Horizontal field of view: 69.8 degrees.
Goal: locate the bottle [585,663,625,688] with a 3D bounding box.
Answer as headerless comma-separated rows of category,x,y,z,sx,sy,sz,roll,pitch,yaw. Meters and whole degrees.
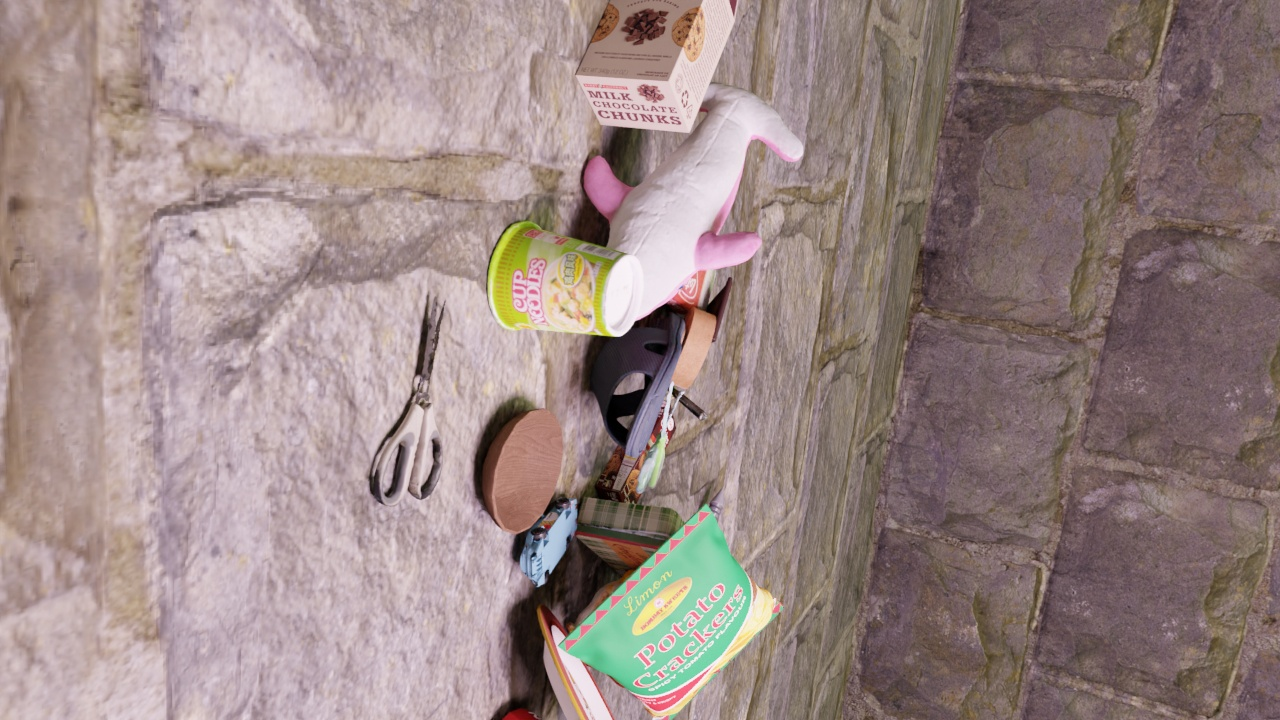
bottle,-0.004,0.338,1.091,0.098,0.111,0.099,-39,135,-53

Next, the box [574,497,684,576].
box,0.008,0.218,1.059,0.205,0.118,0.050,61,37,-57

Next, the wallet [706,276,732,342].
wallet,0.083,-0.039,1.140,0.116,0.018,0.091,124,-13,-61

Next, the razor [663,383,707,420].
razor,0.051,0.047,1.103,0.026,0.106,0.042,-6,113,-24

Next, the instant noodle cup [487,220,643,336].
instant noodle cup,-0.060,-0.065,0.790,0.098,0.108,0.099,-38,135,-53

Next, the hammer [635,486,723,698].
hammer,0.065,0.317,1.295,0.156,0.043,0.321,82,28,-56

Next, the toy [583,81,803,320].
toy,0.038,-0.144,0.897,0.265,0.187,0.128,-58,167,-8

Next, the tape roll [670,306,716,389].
tape roll,0.057,-0.015,1.077,0.094,0.027,0.094,-160,-88,-83

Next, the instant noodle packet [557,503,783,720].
instant noodle packet,0.045,0.280,0.971,0.195,0.090,0.253,-43,135,-8

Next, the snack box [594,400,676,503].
snack box,-0.003,0.113,1.085,0.140,0.032,0.051,-59,149,-36

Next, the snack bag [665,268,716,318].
snack bag,0.034,-0.112,1.056,0.225,0.041,0.077,36,67,-62

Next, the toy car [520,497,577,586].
toy car,-0.095,0.179,0.925,0.107,0.027,0.060,-51,145,-62

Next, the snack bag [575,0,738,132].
snack bag,0.028,-0.325,0.876,0.206,0.094,0.070,-69,154,-19

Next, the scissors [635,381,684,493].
scissors,0.023,0.089,1.022,0.171,0.021,0.172,-58,161,-46

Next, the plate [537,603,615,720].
plate,-0.054,0.353,0.921,0.021,0.229,0.230,-29,141,-6

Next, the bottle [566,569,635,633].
bottle,-0.030,0.285,1.036,0.108,0.063,0.063,-31,140,-10

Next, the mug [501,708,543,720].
mug,-0.096,0.418,0.929,0.080,0.097,0.116,-55,148,-16

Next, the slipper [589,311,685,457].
slipper,-0.006,0.006,0.977,0.263,0.082,0.101,-71,-177,-66

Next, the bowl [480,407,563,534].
bowl,-0.113,0.098,0.843,0.117,0.030,0.118,-39,135,-54

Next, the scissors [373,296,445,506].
scissors,-0.173,0.035,0.704,0.132,0.013,0.170,-49,146,-50
